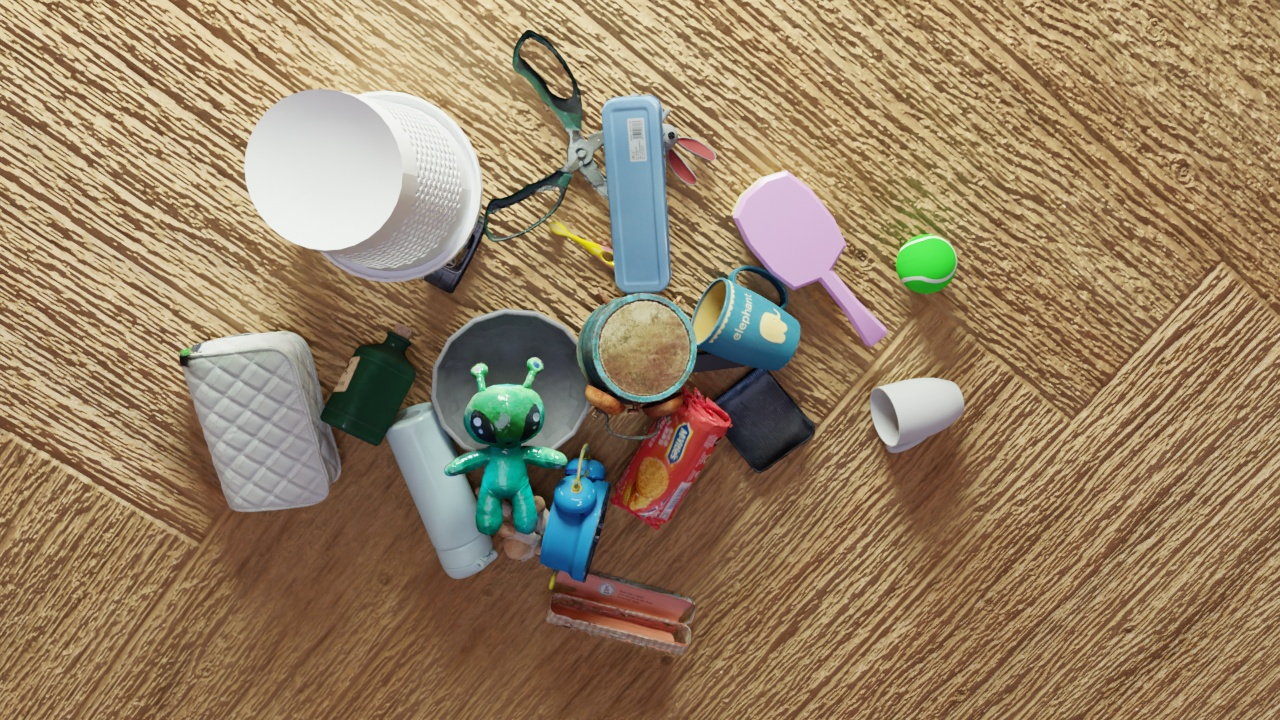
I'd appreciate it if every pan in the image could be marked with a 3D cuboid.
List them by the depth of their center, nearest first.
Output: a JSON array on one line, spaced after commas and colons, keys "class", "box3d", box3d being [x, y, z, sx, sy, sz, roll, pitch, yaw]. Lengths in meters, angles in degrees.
[{"class": "pan", "box3d": [-0.056, 0.015, 1.040, 0.357, 0.041, 0.179, -7, 109, -8]}]

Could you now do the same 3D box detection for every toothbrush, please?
[{"class": "toothbrush", "box3d": [-0.043, -0.118, 1.013, 0.135, 0.016, 0.021, 29, 100, -15]}]

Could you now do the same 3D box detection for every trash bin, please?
[{"class": "trash bin", "box3d": [-0.263, -0.169, 0.862, 0.195, 0.199, 0.195, 0, 96, 1]}]

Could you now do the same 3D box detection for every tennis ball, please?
[{"class": "tennis ball", "box3d": [0.317, -0.107, 1.018, 0.065, 0.065, 0.065, -1, 107, -4]}]

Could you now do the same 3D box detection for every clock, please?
[{"class": "clock", "box3d": [-0.006, 0.006, 0.983, 0.121, 0.073, 0.157, 5, 88, -16]}, {"class": "clock", "box3d": [-0.071, 0.174, 1.049, 0.060, 0.116, 0.161, 13, 105, 4]}]

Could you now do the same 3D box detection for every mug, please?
[{"class": "mug", "box3d": [0.123, -0.049, 1.019, 0.104, 0.085, 0.112, 23, 75, -17]}, {"class": "mug", "box3d": [0.325, 0.068, 1.079, 0.089, 0.071, 0.107, -13, 135, -10]}]

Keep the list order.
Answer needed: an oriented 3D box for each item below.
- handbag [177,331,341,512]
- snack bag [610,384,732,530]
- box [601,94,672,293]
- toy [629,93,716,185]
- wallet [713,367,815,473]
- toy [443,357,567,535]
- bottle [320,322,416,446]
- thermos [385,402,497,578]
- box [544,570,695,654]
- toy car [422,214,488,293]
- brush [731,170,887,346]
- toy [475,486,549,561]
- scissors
[{"class": "handbag", "box3d": [-0.413, 0.067, 1.009, 0.139, 0.072, 0.195, -6, 108, 6]}, {"class": "snack bag", "box3d": [0.037, 0.111, 1.051, 0.082, 0.082, 0.177, 26, 111, -12]}, {"class": "box", "box3d": [-0.003, -0.173, 0.974, 0.066, 0.037, 0.210, -1, 109, 9]}, {"class": "toy", "box3d": [0.026, -0.237, 0.973, 0.111, 0.030, 0.049, 38, 95, -15]}, {"class": "wallet", "box3d": [0.142, 0.071, 1.079, 0.089, 0.026, 0.115, -39, 106, 9]}, {"class": "toy", "box3d": [-0.146, 0.094, 0.993, 0.130, 0.072, 0.193, -1, 99, -12]}, {"class": "bottle", "box3d": [-0.286, 0.021, 0.998, 0.061, 0.061, 0.131, 35, 75, -40]}, {"class": "thermos", "box3d": [-0.227, 0.153, 1.053, 0.078, 0.065, 0.207, -4, 113, 37]}, {"class": "box", "box3d": [-0.022, 0.306, 1.128, 0.187, 0.085, 0.049, 16, 137, -11]}, {"class": "toy car", "box3d": [-0.199, -0.118, 0.986, 0.040, 0.037, 0.092, 28, 103, -12]}, {"class": "brush", "box3d": [0.193, -0.108, 1.019, 0.089, 0.043, 0.228, -40, 106, 8]}, {"class": "toy", "box3d": [-0.145, 0.194, 1.078, 0.074, 0.085, 0.106, -34, 133, -27]}, {"class": "scissors", "box3d": [-0.107, -0.224, 0.965, 0.202, 0.015, 0.202, -37, 105, -3]}]
